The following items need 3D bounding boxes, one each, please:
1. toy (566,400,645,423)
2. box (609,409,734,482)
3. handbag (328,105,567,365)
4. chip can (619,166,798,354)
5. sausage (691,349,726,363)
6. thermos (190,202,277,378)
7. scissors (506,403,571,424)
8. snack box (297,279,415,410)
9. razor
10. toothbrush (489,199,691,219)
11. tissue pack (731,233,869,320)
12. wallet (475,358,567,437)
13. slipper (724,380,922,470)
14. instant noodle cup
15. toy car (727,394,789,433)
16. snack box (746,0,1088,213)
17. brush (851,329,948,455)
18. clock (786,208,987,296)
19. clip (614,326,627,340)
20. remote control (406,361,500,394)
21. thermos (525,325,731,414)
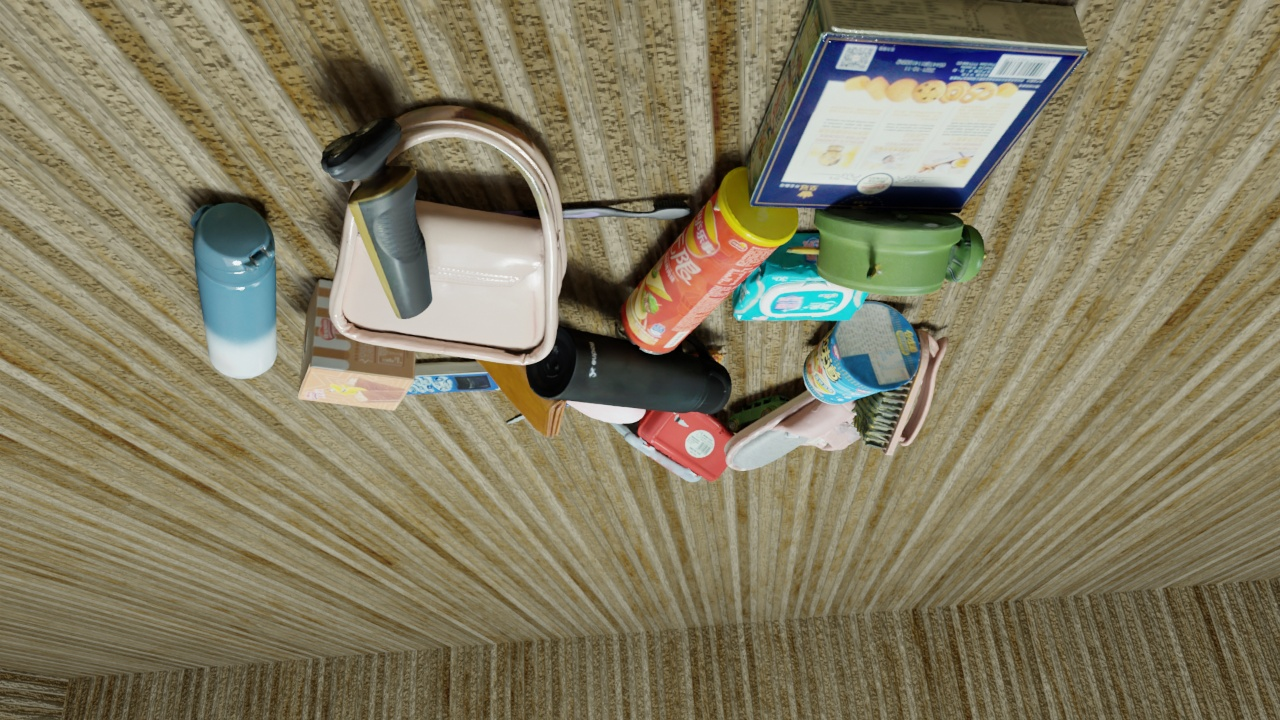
[{"bbox_3d":[-0.065,0.022,1.005,0.121,0.054,0.159,9,159,44],"label":"toy"},{"bbox_3d":[0.043,0.087,1.197,0.095,0.100,0.201,-51,143,1],"label":"box"},{"bbox_3d":[-0.148,-0.102,0.735,0.193,0.093,0.235,6,144,-10],"label":"handbag"},{"bbox_3d":[0.054,-0.080,0.810,0.073,0.073,0.217,7,152,-22],"label":"chip can"},{"bbox_3d":[0.022,0.013,1.058,0.165,0.021,0.021,-15,153,22],"label":"sausage"},{"bbox_3d":[-0.355,-0.058,0.810,0.070,0.070,0.221,5,152,-18],"label":"thermos"},{"bbox_3d":[-0.115,0.053,1.135,0.163,0.012,0.162,-12,155,19],"label":"scissors"},{"bbox_3d":[-0.270,-0.013,0.878,0.094,0.092,0.077,9,152,-25],"label":"snack box"},{"bbox_3d":[-0.185,-0.095,0.665,0.068,0.062,0.168,19,142,18],"label":"razor"},{"bbox_3d":[-0.052,-0.126,0.772,0.189,0.016,0.014,-1,146,2],"label":"toothbrush"},{"bbox_3d":[0.157,-0.076,0.858,0.133,0.050,0.093,-2,154,-5],"label":"tissue pack"},{"bbox_3d":[-0.127,0.016,0.935,0.035,0.130,0.119,-36,166,-19],"label":"wallet"},{"bbox_3d":[0.228,0.077,1.132,0.275,0.054,0.114,-28,145,18],"label":"slipper"},{"bbox_3d":[0.228,0.000,0.990,0.099,0.099,0.110,3,162,-14],"label":"instant noodle cup"},{"bbox_3d":[0.154,0.072,1.183,0.091,0.036,0.043,-25,149,31],"label":"toy car"},{"bbox_3d":[0.184,-0.176,0.656,0.178,0.045,0.183,0,154,-10],"label":"snack box"},{"bbox_3d":[0.296,0.031,1.038,0.073,0.063,0.146,9,115,-12],"label":"brush"},{"bbox_3d":[0.212,-0.096,0.755,0.161,0.056,0.116,-10,-155,-32],"label":"clock"},{"bbox_3d":[0.014,-0.008,1.002,0.086,0.034,0.104,0,147,-1],"label":"clip"},{"bbox_3d":[-0.219,0.018,1.031,0.125,0.024,0.049,-2,155,-1],"label":"remote control"},{"bbox_3d":[-0.005,0.005,0.924,0.069,0.090,0.242,-25,158,36],"label":"thermos"}]
